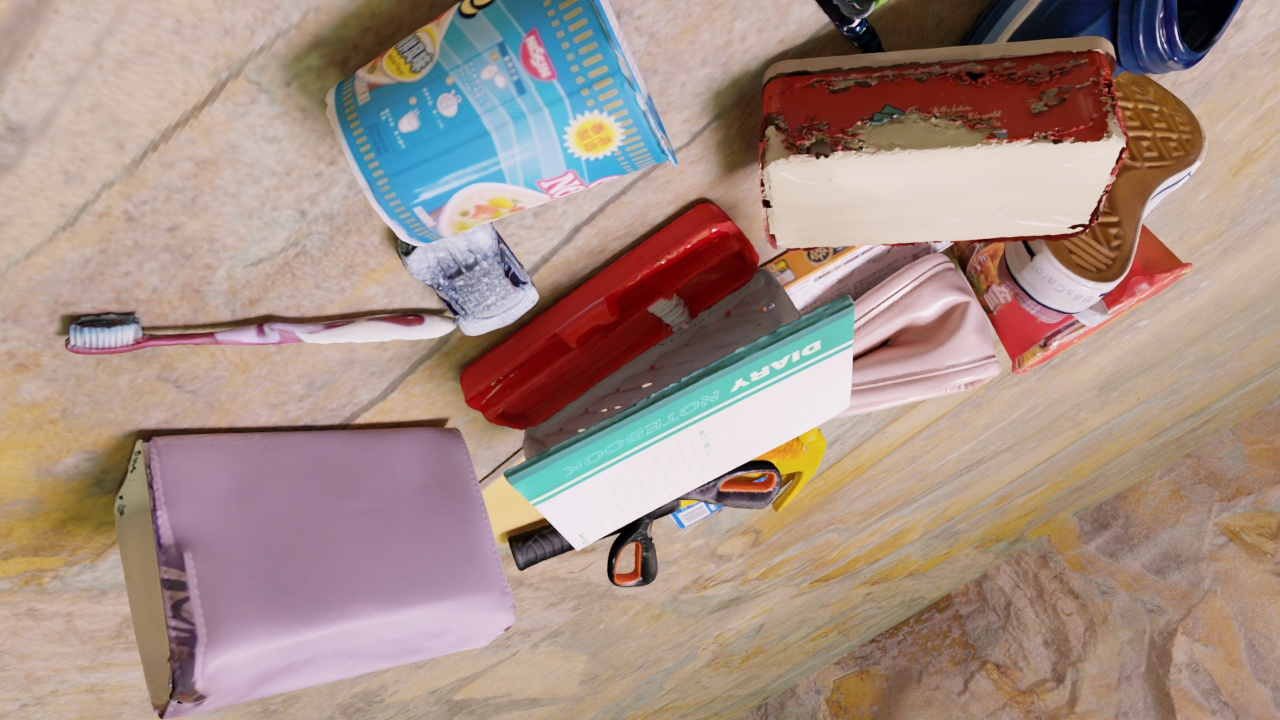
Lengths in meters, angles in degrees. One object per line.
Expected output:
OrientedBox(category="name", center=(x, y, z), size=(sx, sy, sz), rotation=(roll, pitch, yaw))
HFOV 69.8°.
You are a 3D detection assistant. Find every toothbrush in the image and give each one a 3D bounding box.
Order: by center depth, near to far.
OrientedBox(category="toothbrush", center=(0.105, -0.167, 0.454), size=(0.014, 0.016, 0.189), rotation=(-45, 147, 20))
OrientedBox(category="toothbrush", center=(-0.180, -0.017, 0.461), size=(0.187, 0.016, 0.017), rotation=(-5, 135, -35))

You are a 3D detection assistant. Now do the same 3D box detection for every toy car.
OrientedBox(category="toy car", center=(-0.087, -0.043, 0.480), size=(0.049, 0.031, 0.105), rotation=(-27, 153, 2))

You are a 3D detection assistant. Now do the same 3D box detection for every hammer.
OrientedBox(category="hammer", center=(0.029, 0.122, 0.823), size=(0.300, 0.032, 0.129), rotation=(-18, 137, -11))

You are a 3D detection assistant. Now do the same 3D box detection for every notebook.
OrientedBox(category="notebook", center=(0.034, 0.044, 0.551), size=(0.209, 0.012, 0.150), rotation=(-27, 153, -1))
OrientedBox(category="notebook", center=(-0.070, 0.120, 0.795), size=(0.146, 0.010, 0.206), rotation=(-39, 150, 21))

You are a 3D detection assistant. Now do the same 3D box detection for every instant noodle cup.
OrientedBox(category="instant noodle cup", center=(-0.055, -0.099, 0.357), size=(0.110, 0.099, 0.099), rotation=(-24, 153, 10))
OrientedBox(category="instant noodle cup", center=(0.306, -0.070, 0.674), size=(0.138, 0.108, 0.138), rotation=(-28, 164, -9))

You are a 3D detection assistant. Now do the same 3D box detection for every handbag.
OrientedBox(category="handbag", center=(-0.189, 0.119, 0.546), size=(0.196, 0.145, 0.099), rotation=(1, 139, -41))
OrientedBox(category="handbag", center=(0.148, 0.011, 0.710), size=(0.234, 0.093, 0.193), rotation=(-22, 169, 16))

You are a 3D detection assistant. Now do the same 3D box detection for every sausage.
OrientedBox(category="sausage", center=(0.085, 0.069, 0.745), size=(0.165, 0.021, 0.022), rotation=(9, 136, -44))

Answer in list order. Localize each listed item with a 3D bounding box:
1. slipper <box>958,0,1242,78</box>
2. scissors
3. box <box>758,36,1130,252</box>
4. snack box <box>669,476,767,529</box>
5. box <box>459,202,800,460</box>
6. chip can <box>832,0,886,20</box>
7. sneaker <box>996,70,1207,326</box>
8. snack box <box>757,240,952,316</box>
OrientedBox(category="slipper", center=(0.262, -0.191, 0.468), size=(0.105, 0.095, 0.254), rotation=(-1, 140, -36))
OrientedBox(category="scissors", center=(0.025, 0.122, 0.777), size=(0.220, 0.021, 0.234), rotation=(-9, 136, -21))
OrientedBox(category="box", center=(0.145, -0.099, 0.461), size=(0.168, 0.077, 0.091), rotation=(-1, 153, 11))
OrientedBox(category="snack box", center=(0.095, 0.110, 0.903), size=(0.157, 0.026, 0.084), rotation=(-28, 151, 1))
OrientedBox(category="box", center=(-0.001, 0.006, 0.564), size=(0.202, 0.100, 0.095), rotation=(-34, 153, 12))
OrientedBox(category="chip can", center=(0.175, -0.224, 0.356), size=(0.236, 0.072, 0.072), rotation=(-29, 152, 5))
OrientedBox(category="sneaker", center=(0.275, -0.099, 0.575), size=(0.240, 0.118, 0.088), rotation=(-48, 175, -34))
OrientedBox(category="snack box", center=(0.151, -0.071, 0.644), size=(0.154, 0.026, 0.075), rotation=(-30, 153, 6))
